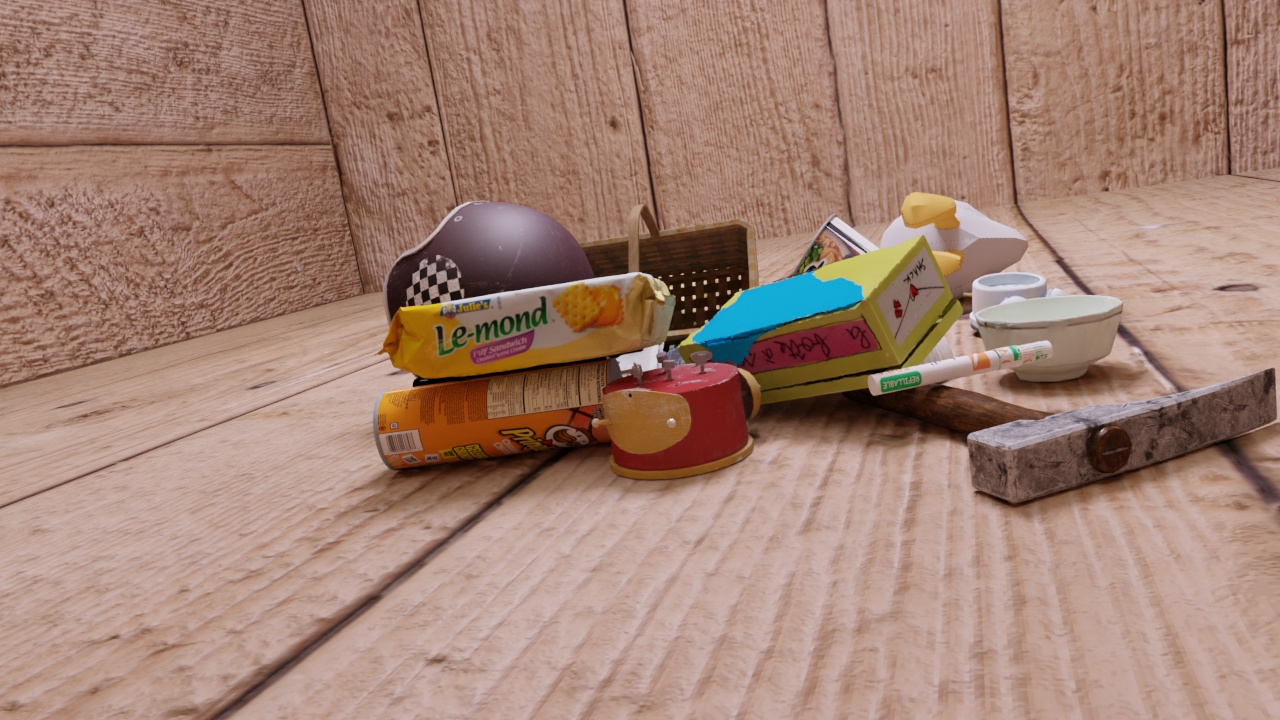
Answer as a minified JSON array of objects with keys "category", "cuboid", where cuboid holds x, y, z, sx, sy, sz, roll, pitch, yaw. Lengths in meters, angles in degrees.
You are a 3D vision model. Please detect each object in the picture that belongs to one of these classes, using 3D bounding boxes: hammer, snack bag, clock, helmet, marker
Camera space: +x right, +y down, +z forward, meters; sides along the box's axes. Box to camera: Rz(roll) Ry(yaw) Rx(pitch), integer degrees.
[{"category":"hammer","cuboid":[0.272,0.029,0.695,0.217,0.037,0.301,-12,10,-16]},{"category":"snack bag","cuboid":[-0.090,-0.029,0.814,0.247,0.068,0.159,-8,3,10]},{"category":"clock","cuboid":[0.036,0.033,0.750,0.117,0.081,0.158,-2,13,34]},{"category":"clock","cuboid":[0.407,-0.057,0.987,0.083,0.057,0.117,-12,18,-15]},{"category":"helmet","cuboid":[-0.171,-0.066,1.072,0.254,0.233,0.233,-18,-22,30]},{"category":"marker","cuboid":[0.245,0.005,0.700,0.145,0.017,0.017,-11,11,-8]}]

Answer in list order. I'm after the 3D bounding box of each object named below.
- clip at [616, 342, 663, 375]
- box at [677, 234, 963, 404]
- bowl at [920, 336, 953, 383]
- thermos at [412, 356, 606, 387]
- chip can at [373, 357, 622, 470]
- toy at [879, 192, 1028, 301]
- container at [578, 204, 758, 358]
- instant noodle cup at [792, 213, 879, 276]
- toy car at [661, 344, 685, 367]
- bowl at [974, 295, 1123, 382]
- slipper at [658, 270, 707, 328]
[{"category":"clip","cuboid":[-0.005,0.003,1.027,0.056,0.046,0.101,-15,28,13]},{"category":"box","cuboid":[0.151,-0.026,0.813,0.222,0.082,0.124,-17,19,47]},{"category":"bowl","cuboid":[0.238,-0.014,0.879,0.118,0.062,0.118,-9,10,1]},{"category":"thermos","cuboid":[-0.137,0.027,0.928,0.199,0.086,0.086,-8,11,10]},{"category":"chip can","cuboid":[-0.123,0.049,0.825,0.215,0.075,0.075,-8,11,8]},{"category":"toy","cuboid":[0.407,-0.146,1.276,0.247,0.141,0.267,-5,-6,16]},{"category":"container","cuboid":[0.021,-0.093,1.136,0.250,0.157,0.186,-6,-20,17]},{"category":"instant noodle cup","cuboid":[0.237,-0.079,1.015,0.122,0.124,0.123,31,23,12]},{"category":"toy car","cuboid":[0.048,-0.001,1.073,0.039,0.027,0.089,-11,14,21]},{"category":"bowl","cuboid":[0.354,-0.017,0.796,0.117,0.061,0.117,-8,10,1]},{"category":"slipper","cuboid":[0.052,-0.065,1.303,0.092,0.082,0.190,3,39,14]}]
